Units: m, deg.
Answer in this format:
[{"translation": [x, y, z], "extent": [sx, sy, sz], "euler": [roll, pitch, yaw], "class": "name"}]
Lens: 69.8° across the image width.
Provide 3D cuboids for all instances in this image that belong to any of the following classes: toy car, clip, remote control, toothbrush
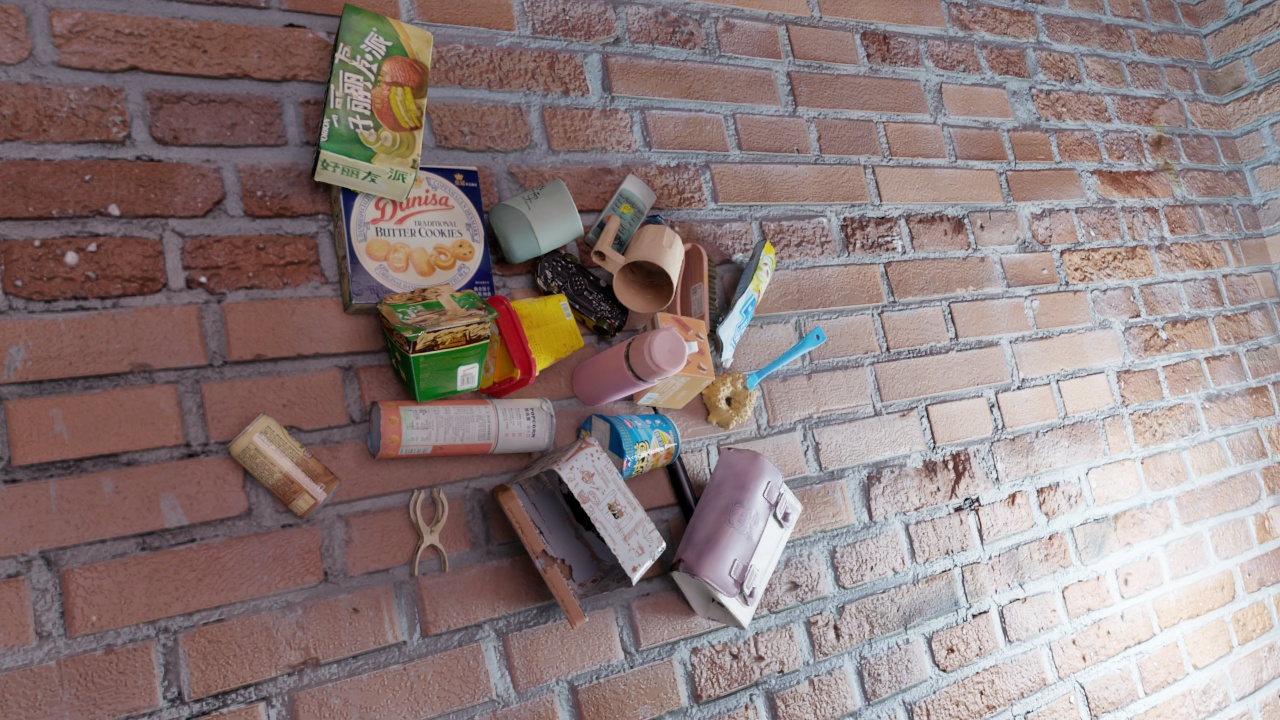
[{"translation": [-0.079, -0.091, 1.242], "extent": [0.156, 0.041, 0.071], "euler": [34, 63, -25], "class": "toy car"}, {"translation": [0.032, -0.203, 1.338], "extent": [0.056, 0.024, 0.027], "euler": [16, 71, -51], "class": "clip"}, {"translation": [-0.240, 0.199, 1.082], "extent": [0.076, 0.035, 0.103], "euler": [-12, 88, -32], "class": "clip"}, {"translation": [-0.027, -0.205, 1.314], "extent": [0.056, 0.019, 0.134], "euler": [39, 62, -16], "class": "remote control"}, {"translation": [0.046, 0.141, 1.265], "extent": [0.027, 0.026, 0.212], "euler": [-18, 87, -46], "class": "toothbrush"}]

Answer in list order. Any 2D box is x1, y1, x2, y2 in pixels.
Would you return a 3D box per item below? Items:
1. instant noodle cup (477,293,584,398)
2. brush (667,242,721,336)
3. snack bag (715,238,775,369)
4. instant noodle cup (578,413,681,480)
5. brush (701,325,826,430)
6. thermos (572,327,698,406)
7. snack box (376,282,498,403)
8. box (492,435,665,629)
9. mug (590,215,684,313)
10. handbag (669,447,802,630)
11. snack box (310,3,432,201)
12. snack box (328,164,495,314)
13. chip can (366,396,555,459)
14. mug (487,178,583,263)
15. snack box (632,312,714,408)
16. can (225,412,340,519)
[{"translation": [-0.148, -0.027, 1.152], "extent": [0.123, 0.116, 0.116], "euler": [-22, 90, -44], "class": "instant noodle cup"}, {"translation": [0.072, -0.102, 1.320], "extent": [0.073, 0.063, 0.145], "euler": [13, 71, -38], "class": "brush"}, {"translation": [0.150, -0.080, 1.343], "extent": [0.039, 0.110, 0.190], "euler": [22, 61, 9], "class": "snack bag"}, {"translation": [-0.009, 0.112, 1.206], "extent": [0.109, 0.099, 0.099], "euler": [-6, 80, -40], "class": "instant noodle cup"}, {"translation": [0.189, 0.017, 1.363], "extent": [0.254, 0.046, 0.083], "euler": [-33, 93, -26], "class": "brush"}, {"translation": [-0.007, 0.007, 1.167], "extent": [0.087, 0.199, 0.067], "euler": [-12, 83, -34], "class": "thermos"}, {"translation": [-0.237, -0.017, 1.072], "extent": [0.118, 0.117, 0.106], "euler": [-14, 122, -29], "class": "snack box"}, {"translation": [-0.100, 0.212, 1.094], "extent": [0.181, 0.149, 0.157], "euler": [57, 43, -6], "class": "box"}, {"translation": [-0.003, -0.137, 1.245], "extent": [0.124, 0.084, 0.103], "euler": [33, 37, -11], "class": "mug"}, {"translation": [0.128, 0.235, 1.226], "extent": [0.145, 0.099, 0.196], "euler": [52, 55, -35], "class": "handbag"}, {"translation": [-0.322, -0.313, 1.113], "extent": [0.114, 0.063, 0.239], "euler": [12, 58, -24], "class": "snack box"}, {"translation": [-0.282, -0.152, 1.138], "extent": [0.177, 0.046, 0.182], "euler": [-5, 80, -31], "class": "snack box"}, {"translation": [-0.214, 0.080, 1.103], "extent": [0.214, 0.071, 0.071], "euler": [0, 77, -30], "class": "chip can"}, {"translation": [-0.142, -0.186, 1.202], "extent": [0.106, 0.111, 0.082], "euler": [-24, 129, -6], "class": "mug"}, {"translation": [0.039, 0.002, 1.245], "extent": [0.077, 0.093, 0.094], "euler": [8, 58, -28], "class": "snack box"}, {"translation": [-0.388, 0.115, 1.001], "extent": [0.116, 0.059, 0.058], "euler": [47, 60, -12], "class": "can"}]
